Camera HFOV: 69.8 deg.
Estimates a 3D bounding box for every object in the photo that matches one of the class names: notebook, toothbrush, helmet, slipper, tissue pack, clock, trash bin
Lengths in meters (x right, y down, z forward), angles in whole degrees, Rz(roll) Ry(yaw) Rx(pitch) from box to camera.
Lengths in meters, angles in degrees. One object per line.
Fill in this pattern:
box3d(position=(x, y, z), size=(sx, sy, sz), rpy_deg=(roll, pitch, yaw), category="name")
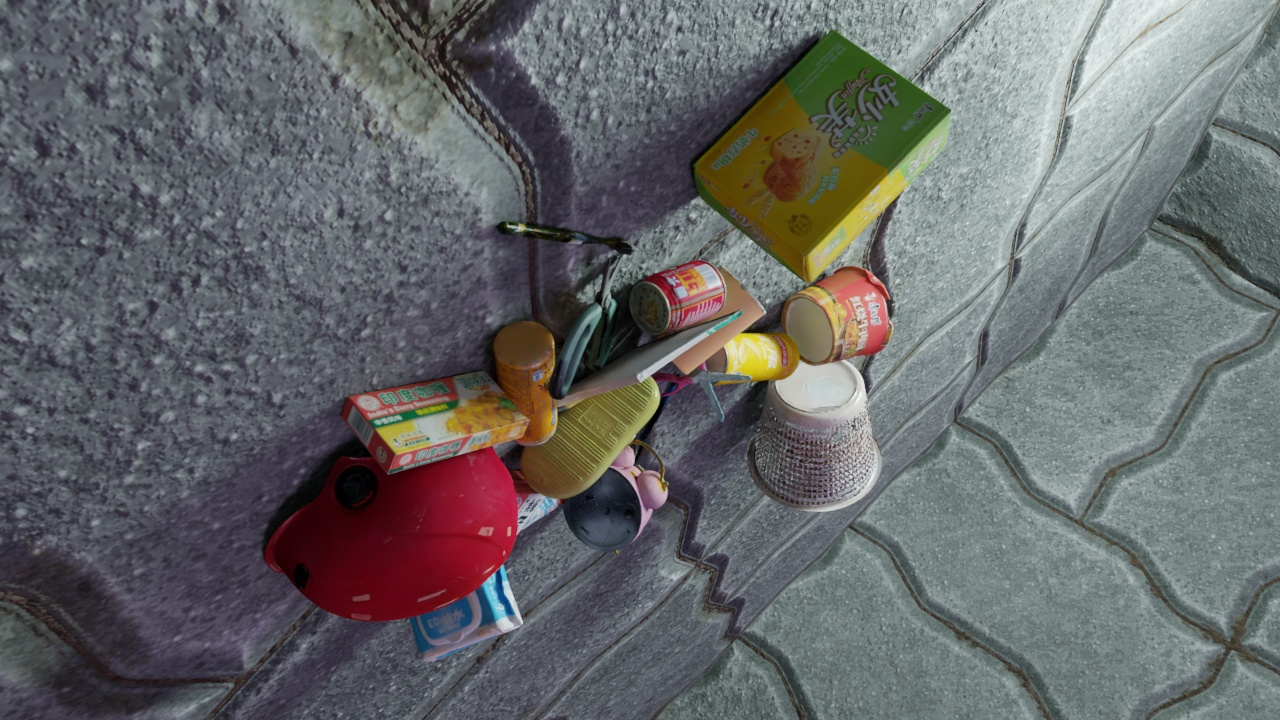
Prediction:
box3d(position=(-0.003, 0.001, 0.973), size=(0.150, 0.012, 0.210), rpy_deg=(-31, -173, -31), category="notebook")
box3d(position=(-0.064, -0.112, 0.847), size=(0.185, 0.017, 0.012), rpy_deg=(-1, 132, -56), category="toothbrush")
box3d(position=(-0.218, 0.172, 0.883), size=(0.239, 0.144, 0.207), rpy_deg=(-35, 155, -20), category="helmet")
box3d(position=(-0.052, 0.091, 1.081), size=(0.190, 0.091, 0.082), rpy_deg=(-44, 158, -13), category="slipper")
box3d(position=(-0.209, 0.290, 1.075), size=(0.140, 0.090, 0.063), rpy_deg=(-26, 167, 17), category="tissue pack")
box3d(position=(-0.029, 0.174, 1.207), size=(0.159, 0.117, 0.059), rpy_deg=(-55, 164, 23), category="clock")
box3d(position=(0.285, 0.103, 1.501), size=(0.227, 0.227, 0.192), rpy_deg=(-35, 140, -24), category="trash bin")
box3d(position=(0.012, 0.092, 1.268), size=(0.016, 0.014, 0.190), rpy_deg=(7, 125, -31), category="toothbrush")

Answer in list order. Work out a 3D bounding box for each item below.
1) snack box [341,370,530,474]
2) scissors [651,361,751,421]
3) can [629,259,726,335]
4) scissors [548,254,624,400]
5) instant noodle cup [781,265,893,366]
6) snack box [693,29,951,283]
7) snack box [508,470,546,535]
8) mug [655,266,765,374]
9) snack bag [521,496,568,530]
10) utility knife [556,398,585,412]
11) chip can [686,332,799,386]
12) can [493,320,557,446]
box3d(position=(-0.182, 0.053, 0.834), size=(0.155, 0.077, 0.027), rpy_deg=(-13, 139, -50), category="snack box")
box3d(position=(0.071, 0.020, 1.161), size=(0.135, 0.133, 0.017), rpy_deg=(-22, -172, 17), category="scissors")
box3d(position=(0.041, -0.069, 1.012), size=(0.093, 0.066, 0.067), rpy_deg=(-24, 146, -40), category="can")
box3d(position=(-0.053, -0.020, 0.929), size=(0.171, 0.019, 0.178), rpy_deg=(101, 15, -51), category="scissors")
box3d(position=(0.278, -0.058, 1.333), size=(0.108, 0.138, 0.138), rpy_deg=(-20, 145, -29), category="instant noodle cup")
box3d(position=(0.181, -0.206, 0.922), size=(0.210, 0.157, 0.070), rpy_deg=(-45, 158, -4), category="snack box")
box3d(position=(-0.184, 0.188, 1.066), size=(0.127, 0.044, 0.113), rpy_deg=(-53, 154, 15), category="snack box")
box3d(position=(0.080, -0.044, 1.106), size=(0.123, 0.078, 0.078), rpy_deg=(-43, 155, 2), category="mug")
box3d(position=(-0.135, 0.189, 1.165), size=(0.104, 0.026, 0.048), rpy_deg=(-29, 137, -34), category="snack bag")
box3d(position=(-0.006, 0.006, 1.055), size=(0.213, 0.022, 0.031), rpy_deg=(-33, -168, -4), category="utility knife")
box3d(position=(0.142, -0.004, 1.260), size=(0.213, 0.072, 0.072), rpy_deg=(-1, 130, -55), category="chip can")
box3d(position=(-0.114, 0.026, 0.923), size=(0.058, 0.058, 0.146), rpy_deg=(-34, 152, -25), category="can")
